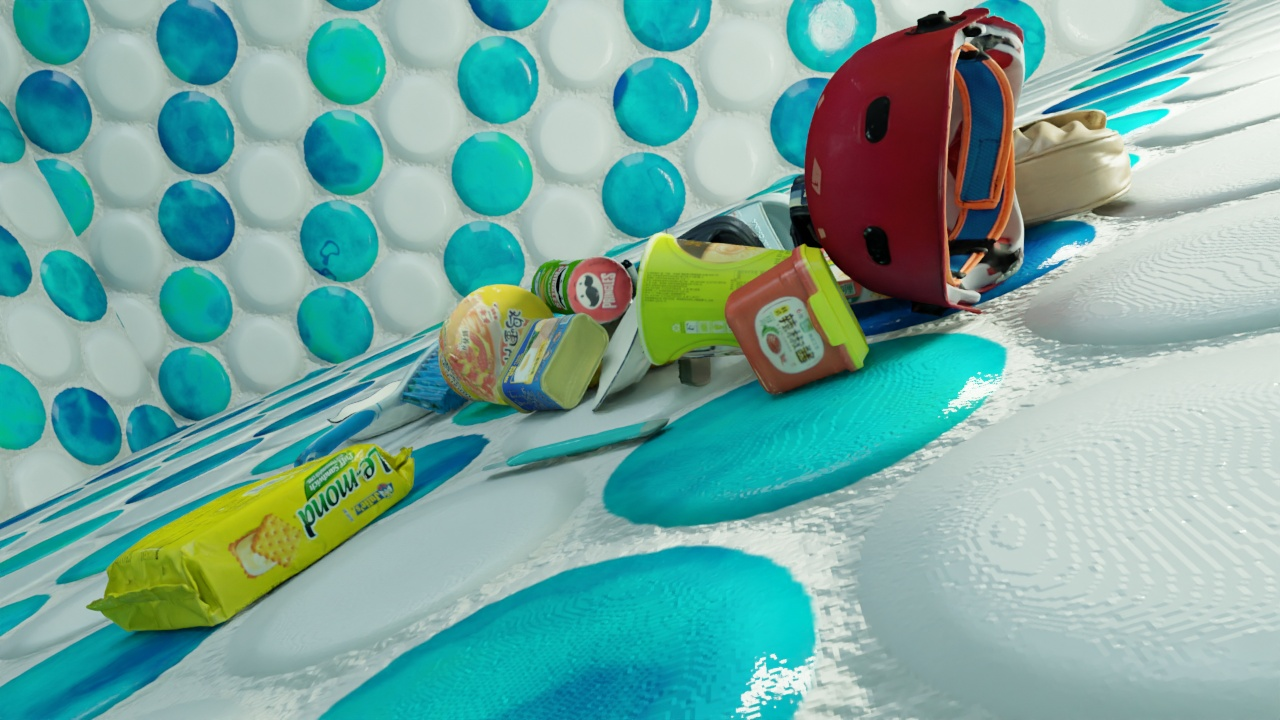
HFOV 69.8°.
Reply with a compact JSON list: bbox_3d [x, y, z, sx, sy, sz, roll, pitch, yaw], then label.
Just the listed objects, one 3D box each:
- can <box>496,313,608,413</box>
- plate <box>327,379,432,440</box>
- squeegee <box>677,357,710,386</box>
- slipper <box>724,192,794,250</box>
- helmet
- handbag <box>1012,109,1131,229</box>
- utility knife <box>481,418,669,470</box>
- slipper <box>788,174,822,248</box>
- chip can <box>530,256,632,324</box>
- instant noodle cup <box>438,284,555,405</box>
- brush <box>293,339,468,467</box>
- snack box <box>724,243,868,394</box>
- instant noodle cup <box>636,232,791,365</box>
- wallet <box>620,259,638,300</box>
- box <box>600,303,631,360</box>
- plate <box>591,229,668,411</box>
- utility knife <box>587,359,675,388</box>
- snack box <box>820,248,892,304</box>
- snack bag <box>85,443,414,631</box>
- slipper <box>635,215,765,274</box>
[{"bbox_3d":[-0.089,0.003,0.937,0.083,0.057,0.102,-5,52,51],"label":"can"},{"bbox_3d":[-0.340,0.057,1.315,0.205,0.045,0.204,-23,11,4],"label":"plate"},{"bbox_3d":[0.155,-0.059,0.860,0.250,0.040,0.247,-16,27,9],"label":"squeegee"},{"bbox_3d":[0.108,-0.130,1.155,0.246,0.104,0.074,-23,6,26],"label":"slipper"},{"bbox_3d":[0.187,-0.138,0.663,0.144,0.207,0.239,5,18,33],"label":"helmet"},{"bbox_3d":[0.339,-0.169,0.851,0.205,0.100,0.147,-11,13,37],"label":"handbag"},{"bbox_3d":[-0.058,0.070,0.730,0.183,0.013,0.029,-15,9,30],"label":"utility knife"},{"bbox_3d":[0.213,-0.130,0.947,0.105,0.095,0.252,7,-1,20],"label":"slipper"},{"bbox_3d":[-0.074,-0.085,1.070,0.072,0.072,0.236,-25,12,-13],"label":"chip can"},{"bbox_3d":[-0.173,-0.011,1.080,0.137,0.138,0.110,-28,4,-26],"label":"instant noodle cup"},{"bbox_3d":[-0.296,0.051,1.157,0.109,0.061,0.313,12,37,16],"label":"brush"},{"bbox_3d":[0.111,-0.027,0.662,0.080,0.091,0.081,-27,9,17],"label":"snack box"},{"bbox_3d":[0.073,-0.049,0.754,0.123,0.112,0.111,2,20,21],"label":"instant noodle cup"},{"bbox_3d":[0.001,-0.068,1.071,0.019,0.097,0.120,-24,11,2],"label":"wallet"},{"bbox_3d":[-0.070,-0.036,1.117,0.086,0.075,0.162,7,-1,-30],"label":"box"},{"bbox_3d":[0.004,-0.036,0.877,0.163,0.034,0.164,-83,17,-67],"label":"plate"},{"bbox_3d":[-0.006,0.005,0.938,0.202,0.015,0.033,-14,35,36],"label":"utility knife"},{"bbox_3d":[0.193,-0.077,0.797,0.156,0.027,0.076,-9,28,20],"label":"snack box"},{"bbox_3d":[-0.322,0.142,0.786,0.158,0.068,0.245,-15,12,37],"label":"snack bag"},{"bbox_3d":[0.057,-0.083,1.059,0.083,0.110,0.269,-46,14,-24],"label":"slipper"}]
